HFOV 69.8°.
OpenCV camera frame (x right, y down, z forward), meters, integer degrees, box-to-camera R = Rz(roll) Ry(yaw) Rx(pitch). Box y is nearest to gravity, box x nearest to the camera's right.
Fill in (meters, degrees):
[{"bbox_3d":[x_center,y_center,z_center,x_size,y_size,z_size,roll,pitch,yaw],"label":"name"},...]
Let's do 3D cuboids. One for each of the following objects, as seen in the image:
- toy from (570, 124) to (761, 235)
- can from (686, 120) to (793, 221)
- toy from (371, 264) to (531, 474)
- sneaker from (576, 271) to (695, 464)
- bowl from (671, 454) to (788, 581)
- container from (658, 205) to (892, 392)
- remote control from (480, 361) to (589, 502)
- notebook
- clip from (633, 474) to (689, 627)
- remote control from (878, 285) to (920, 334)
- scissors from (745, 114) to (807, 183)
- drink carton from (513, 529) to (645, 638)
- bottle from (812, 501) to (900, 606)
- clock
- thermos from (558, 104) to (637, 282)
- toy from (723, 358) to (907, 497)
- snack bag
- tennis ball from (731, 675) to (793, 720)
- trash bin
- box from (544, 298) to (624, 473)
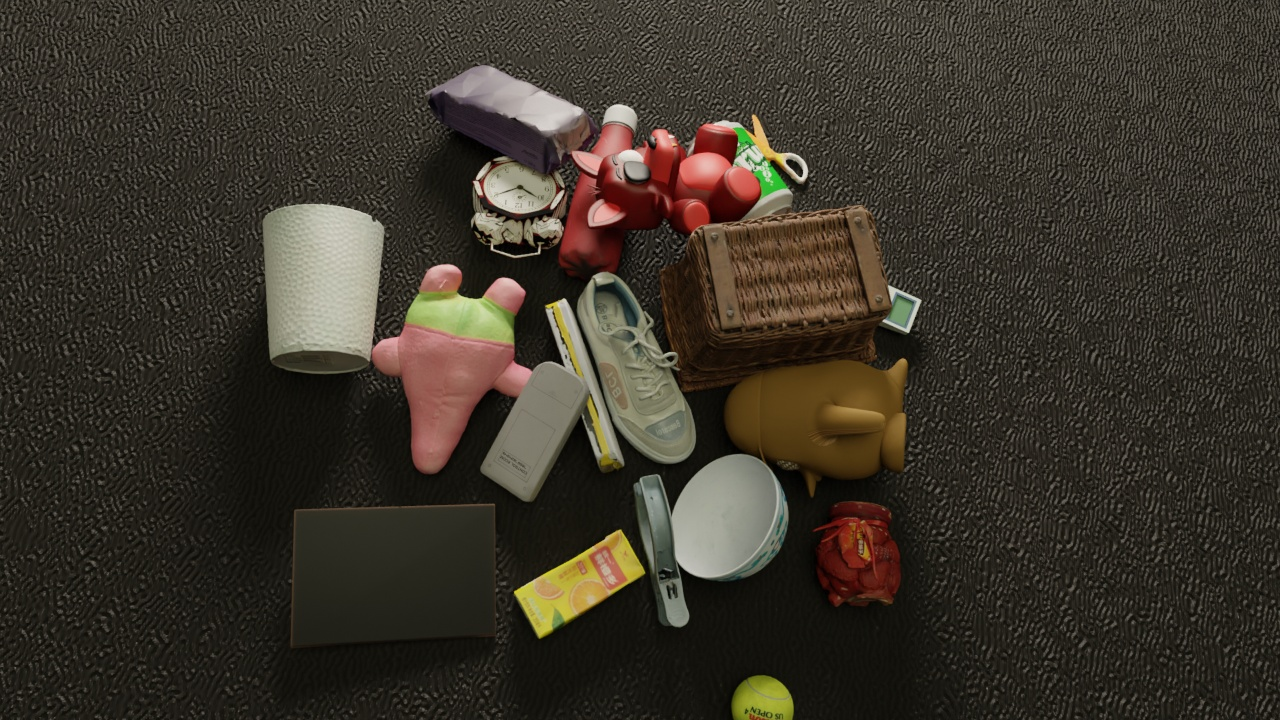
[{"bbox_3d":[0.027,-0.207,1.065,0.197,0.121,0.158,-2,48,-13],"label":"toy"},{"bbox_3d":[0.125,-0.229,1.168,0.087,0.088,0.140,-29,77,-16],"label":"can"},{"bbox_3d":[-0.213,0.014,1.043,0.192,0.097,0.236,13,84,-4],"label":"toy"},{"bbox_3d":[-0.006,0.006,1.067,0.089,0.091,0.242,-22,75,-15],"label":"sneaker"},{"bbox_3d":[0.111,0.184,1.015,0.074,0.144,0.143,38,64,-36],"label":"bowl"},{"bbox_3d":[0.158,-0.075,1.052,0.250,0.183,0.162,-9,78,-4],"label":"container"},{"bbox_3d":[-0.116,0.077,1.031,0.074,0.019,0.151,29,91,24],"label":"remote control"},{"bbox_3d":[-0.260,0.227,0.979,0.209,0.008,0.141,0,80,-12],"label":"notebook"},{"bbox_3d":[0.019,0.214,1.026,0.028,0.127,0.167,-8,80,-9],"label":"clip"},{"bbox_3d":[0.279,-0.082,1.168,0.143,0.024,0.049,25,74,3],"label":"remote control"},{"bbox_3d":[0.178,-0.282,1.233,0.096,0.012,0.133,-11,74,-12],"label":"scissors"},{"bbox_3d":[-0.066,0.244,1.001,0.134,0.043,0.058,-29,79,-15],"label":"drink carton"},{"bbox_3d":[0.241,0.217,1.021,0.099,0.099,0.111,11,65,-3],"label":"bottle"},{"bbox_3d":[-0.149,-0.178,1.125,0.114,0.065,0.154,4,55,-7],"label":"clock"},{"bbox_3d":[-0.045,-0.216,1.150,0.073,0.073,0.239,12,68,-3],"label":"thermos"},{"bbox_3d":[0.195,0.074,1.045,0.203,0.198,0.162,3,87,14],"label":"toy"},{"bbox_3d":[-0.162,-0.309,1.146,0.205,0.059,0.096,29,51,18],"label":"snack bag"},{"bbox_3d":[0.129,0.367,0.969,0.065,0.065,0.065,2,70,-7],"label":"tennis ball"},{"bbox_3d":[-0.359,-0.075,1.035,0.133,0.133,0.161,-1,76,-8],"label":"trash bin"},{"bbox_3d":[-0.066,0.030,1.066,0.033,0.064,0.209,-20,74,0],"label":"box"}]
